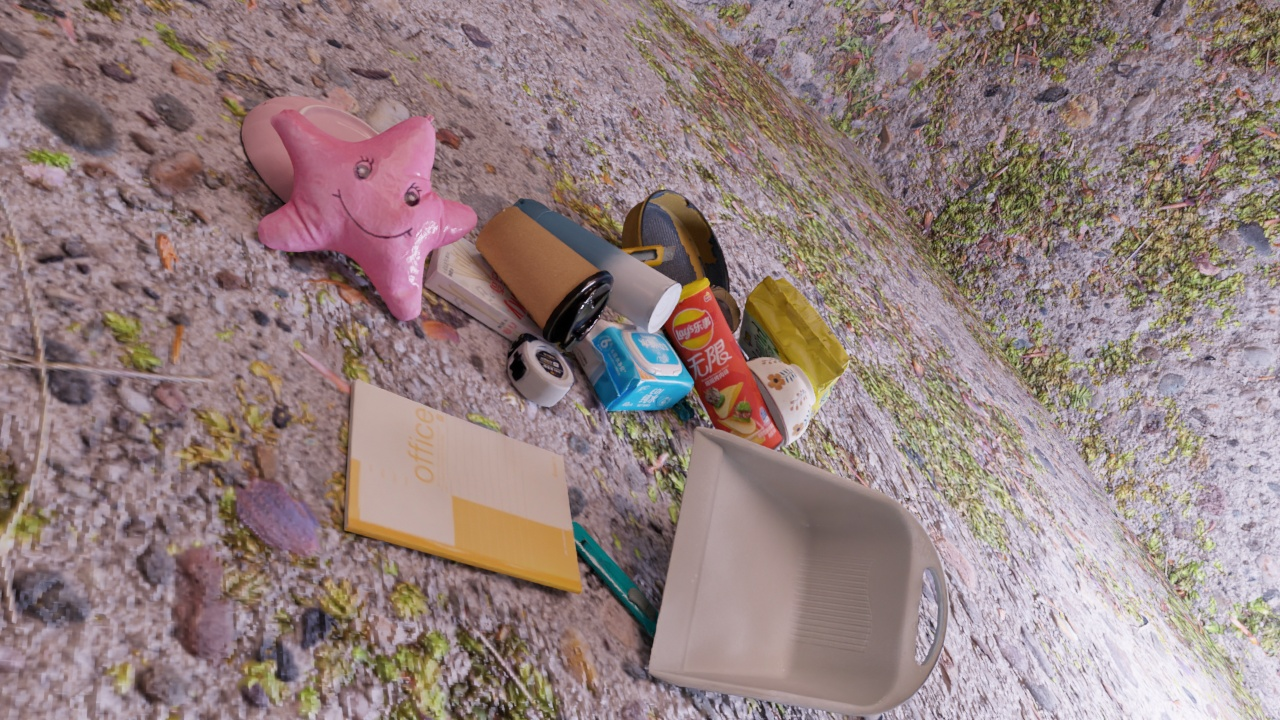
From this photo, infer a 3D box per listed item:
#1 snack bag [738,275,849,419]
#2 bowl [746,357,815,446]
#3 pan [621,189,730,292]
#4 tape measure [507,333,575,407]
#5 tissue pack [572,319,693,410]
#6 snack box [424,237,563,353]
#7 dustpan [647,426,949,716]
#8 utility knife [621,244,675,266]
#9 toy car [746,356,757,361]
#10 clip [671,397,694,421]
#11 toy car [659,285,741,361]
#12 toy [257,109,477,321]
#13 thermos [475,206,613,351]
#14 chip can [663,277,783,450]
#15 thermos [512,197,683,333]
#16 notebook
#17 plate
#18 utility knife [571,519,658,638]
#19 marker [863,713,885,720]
[{"bbox_3d":[0.205,-0.011,1.237,0.158,0.068,0.247,54,-7,14],"label":"snack bag"},{"bbox_3d":[0.173,0.042,1.122,0.113,0.062,0.113,60,-8,14],"label":"bowl"},{"bbox_3d":[0.082,-0.061,1.220,0.197,0.078,0.357,-3,77,-53],"label":"pan"},{"bbox_3d":[-0.098,0.012,0.903,0.065,0.034,0.066,32,27,-25],"label":"tape measure"},{"bbox_3d":[-0.006,0.006,1.015,0.139,0.063,0.090,5,48,-54],"label":"tissue pack"},{"bbox_3d":[-0.146,-0.065,0.946,0.156,0.027,0.084,33,29,-25],"label":"snack box"},{"bbox_3d":[0.159,0.201,0.823,0.257,0.143,0.222,32,63,-43],"label":"dustpan"},{"bbox_3d":[-0.030,-0.125,1.126,0.173,0.015,0.033,-11,84,-25],"label":"utility knife"},{"bbox_3d":[0.169,0.052,1.238,0.054,0.037,0.120,48,20,-60],"label":"toy car"},{"bbox_3d":[0.043,0.048,1.088,0.057,0.014,0.046,53,28,13],"label":"clip"},{"bbox_3d":[0.067,-0.036,1.136,0.157,0.042,0.070,-44,98,-27],"label":"toy car"},{"bbox_3d":[-0.238,-0.149,0.806,0.194,0.075,0.178,33,74,-27],"label":"toy"},{"bbox_3d":[-0.097,-0.086,0.925,0.143,0.093,0.092,43,25,11],"label":"thermos"},{"bbox_3d":[0.091,0.014,1.077,0.216,0.073,0.073,64,25,-7],"label":"chip can"},{"bbox_3d":[-0.060,-0.111,1.030,0.220,0.070,0.070,32,22,17],"label":"thermos"},{"bbox_3d":[-0.138,0.102,0.734,0.206,0.010,0.145,26,33,-33],"label":"notebook"},{"bbox_3d":[-0.287,-0.192,0.895,0.192,0.039,0.192,35,28,-23],"label":"plate"},{"bbox_3d":[-0.018,0.193,0.793,0.160,0.013,0.029,48,26,3],"label":"utility knife"},{"bbox_3d":[0.205,0.321,0.941,0.130,0.023,0.018,49,21,7],"label":"marker"}]
